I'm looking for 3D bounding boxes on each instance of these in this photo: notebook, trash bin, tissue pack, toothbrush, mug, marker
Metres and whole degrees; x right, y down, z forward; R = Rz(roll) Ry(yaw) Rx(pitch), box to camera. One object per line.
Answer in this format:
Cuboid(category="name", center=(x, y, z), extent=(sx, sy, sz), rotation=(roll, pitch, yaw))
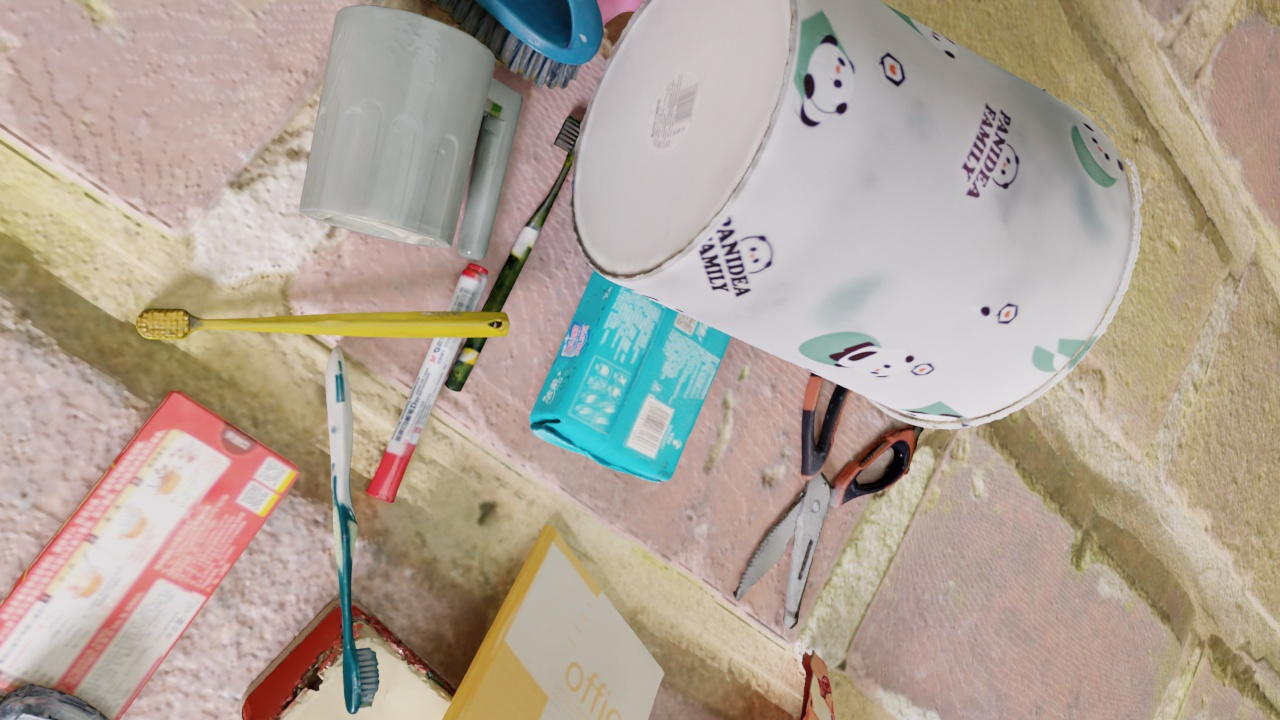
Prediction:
Cuboid(category="notebook", center=(-0.052, 0.216, 0.525), extent=(0.146, 0.010, 0.205), rotation=(57, 33, -21))
Cuboid(category="trash bin", center=(0.112, -0.097, 0.534), extent=(0.251, 0.230, 0.229), rotation=(16, 85, -33))
Cuboid(category="tissue pack", center=(-0.003, 0.003, 0.580), extent=(0.093, 0.050, 0.133), rotation=(30, 78, -27))
Cuboid(category="toothbrush", center=(-0.150, 0.081, 0.474), extent=(0.018, 0.016, 0.191), rotation=(9, 63, -41))
Cuboid(category="mug", center=(-0.116, -0.115, 0.494), extent=(0.123, 0.084, 0.103), rotation=(15, 86, -56))
Cuboid(category="marker", center=(-0.121, 0.012, 0.529), extent=(0.017, 0.017, 0.145), rotation=(27, 79, -30))
Cuboid(category="toothbrush", center=(-0.162, -0.019, 0.489), extent=(0.189, 0.017, 0.015), rotation=(-1, 91, -25))
Cuboid(category="toothbrush", center=(-0.075, -0.067, 0.554), extent=(0.017, 0.012, 0.185), rotation=(29, 79, -23))

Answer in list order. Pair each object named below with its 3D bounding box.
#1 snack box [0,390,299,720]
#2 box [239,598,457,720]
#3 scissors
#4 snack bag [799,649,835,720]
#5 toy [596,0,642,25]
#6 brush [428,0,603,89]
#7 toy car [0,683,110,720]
Cuboid(category="snack box", center=(-0.247, 0.097, 0.453), extent=(0.075, 0.025, 0.152), rotation=(40, 73, -27))
Cuboid(category="box", center=(-0.126, 0.217, 0.504), extent=(0.091, 0.078, 0.168), rotation=(-47, 115, -19))
Cuboid(category="scissors", center=(0.142, 0.090, 0.695), extent=(0.225, 0.015, 0.189), rotation=(-22, 104, -29))
Cuboid(category="snack bag", center=(0.121, 0.332, 0.661), extent=(0.128, 0.073, 0.208), rotation=(-27, 114, -64))
Cuboid(category="toy", center=(-0.012, -0.281, 0.534), extent=(0.178, 0.074, 0.195), rotation=(-21, 108, -7))
Cuboid(category="brush", center=(-0.078, -0.213, 0.487), extent=(0.144, 0.074, 0.055), rotation=(39, 52, -7))
Cuboid(category="toy car", center=(-0.294, 0.200, 0.413), extent=(0.120, 0.037, 0.054), rotation=(-46, 118, 1))
